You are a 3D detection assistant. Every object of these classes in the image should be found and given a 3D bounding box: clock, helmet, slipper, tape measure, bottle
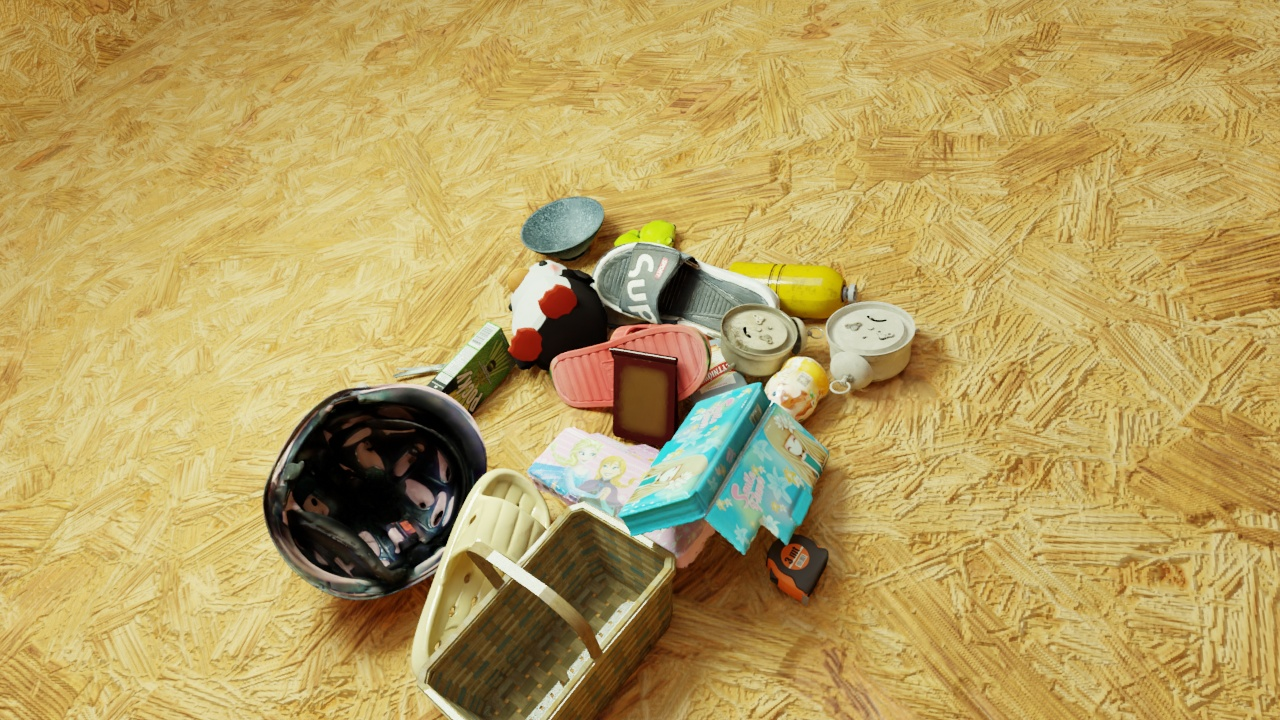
[{"bbox_3d":[0.268,-0.006,1.103,0.103,0.061,0.156,16,47,31],"label":"clock"},{"bbox_3d":[-0.303,0.152,1.073,0.254,0.230,0.153,-52,6,-21],"label":"helmet"},{"bbox_3d":[0.051,-0.087,1.206,0.264,0.111,0.063,21,17,18],"label":"slipper"},{"bbox_3d":[0.159,0.212,0.944,0.059,0.038,0.058,25,59,22],"label":"tape measure"},{"bbox_3d":[0.201,-0.093,1.207,0.164,0.071,0.070,6,49,26],"label":"bottle"},{"bbox_3d":[0.174,0.045,1.080,0.063,0.063,0.108,22,54,36],"label":"bottle"},{"bbox_3d":[-0.158,0.231,0.986,0.079,0.111,0.260,-33,29,50],"label":"slipper"},{"bbox_3d":[0.160,-0.024,1.134,0.140,0.055,0.092,-8,46,-12],"label":"clock"},{"bbox_3d":[0.099,0.044,1.126,0.072,0.046,0.161,-19,43,1],"label":"bottle"},{"bbox_3d":[-0.007,0.007,1.158,0.249,0.103,0.059,-13,12,38],"label":"slipper"}]

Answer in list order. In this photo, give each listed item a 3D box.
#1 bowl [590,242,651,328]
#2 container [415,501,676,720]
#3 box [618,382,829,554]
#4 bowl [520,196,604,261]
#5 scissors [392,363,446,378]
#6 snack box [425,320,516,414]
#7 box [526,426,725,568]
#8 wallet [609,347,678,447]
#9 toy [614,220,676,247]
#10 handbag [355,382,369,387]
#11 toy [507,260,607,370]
[{"bbox_3d":[-0.014,-0.119,1.317,0.145,0.067,0.144,-11,44,10],"label":"bowl"},{"bbox_3d":[-0.090,0.251,0.887,0.158,0.186,0.249,24,58,37],"label":"container"},{"bbox_3d":[0.095,0.106,0.942,0.170,0.085,0.226,13,32,20],"label":"box"},{"bbox_3d":[-0.114,-0.194,1.438,0.137,0.057,0.136,-11,44,10],"label":"bowl"},{"bbox_3d":[-0.280,0.017,1.322,0.161,0.014,0.117,-24,43,-7],"label":"scissors"},{"bbox_3d":[-0.232,0.026,1.238,0.025,0.080,0.147,26,62,28],"label":"snack box"},{"bbox_3d":[0.003,0.132,1.030,0.231,0.063,0.160,22,37,36],"label":"box"},{"bbox_3d":[0.005,0.044,1.116,0.092,0.116,0.018,10,21,29],"label":"wallet"},{"bbox_3d":[0.010,-0.184,1.399,0.093,0.036,0.094,-32,37,-4],"label":"toy"},{"bbox_3d":[-0.385,0.148,1.214,0.197,0.062,0.176,-45,48,-13],"label":"handbag"},{"bbox_3d":[-0.118,-0.069,1.288,0.159,0.140,0.184,-52,32,13],"label":"toy"}]
